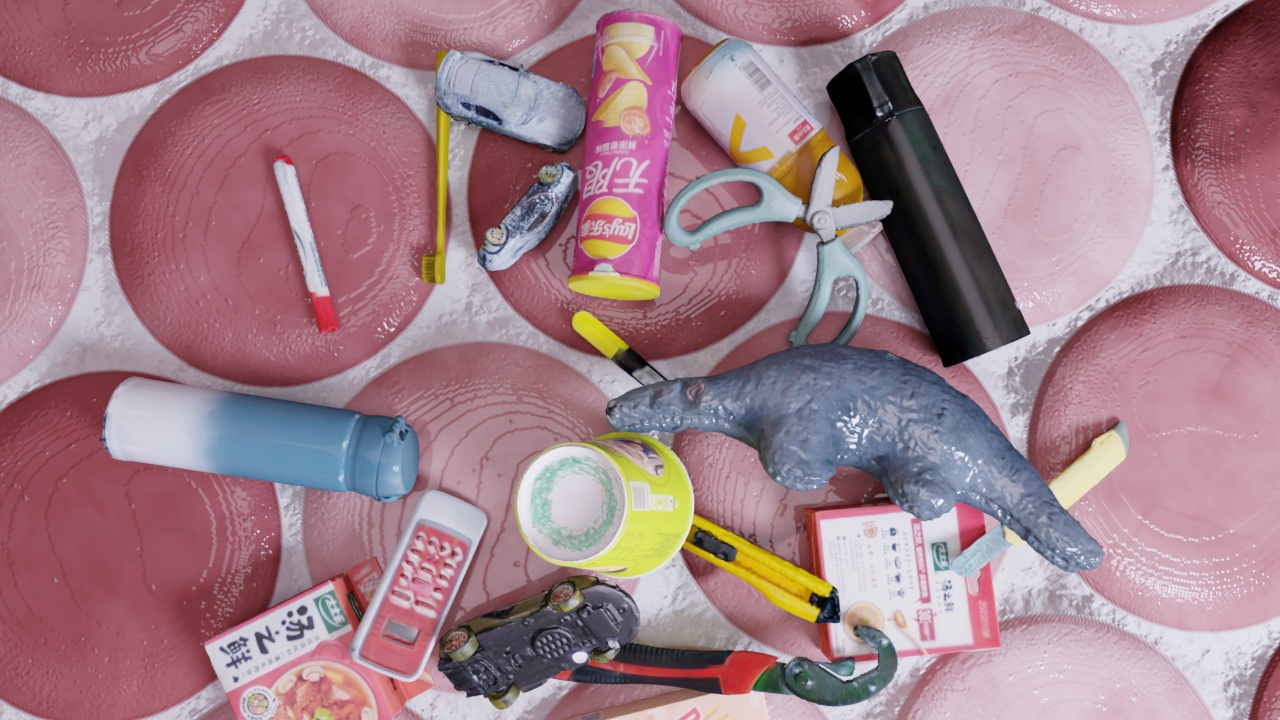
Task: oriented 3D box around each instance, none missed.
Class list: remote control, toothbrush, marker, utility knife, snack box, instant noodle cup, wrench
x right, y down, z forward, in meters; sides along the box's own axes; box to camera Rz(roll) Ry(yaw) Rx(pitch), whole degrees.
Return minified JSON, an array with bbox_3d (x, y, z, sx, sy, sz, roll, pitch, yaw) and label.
[{"bbox_3d":[-0.163,0.165,0.680,0.056,0.020,0.135,27,67,-12],"label":"remote control"},{"bbox_3d":[-0.163,-0.155,0.734,0.016,0.015,0.190,0,85,5],"label":"toothbrush"},{"bbox_3d":[-0.265,-0.092,0.726,0.017,0.017,0.145,-17,85,-3],"label":"marker"},{"bbox_3d":[0.308,0.107,0.693,0.204,0.021,0.031,-31,95,-26],"label":"utility knife"},{"bbox_3d":[0.196,0.164,0.697,0.127,0.044,0.113,-5,84,0],"label":"snack box"},{"bbox_3d":[-0.004,0.004,0.724,0.124,0.015,0.018,40,86,0],"label":"marker"},{"bbox_3d":[0.053,0.140,0.690,0.216,0.015,0.033,25,90,15],"label":"utility knife"},{"bbox_3d":[0.023,0.297,0.690,0.157,0.026,0.084,-13,85,-2],"label":"snack box"},{"bbox_3d":[-0.236,0.227,0.682,0.127,0.044,0.113,-27,86,-4],"label":"snack box"},{"bbox_3d":[-0.030,0.101,0.645,0.112,0.123,0.111,-3,80,16],"label":"instant noodle cup"},{"bbox_3d":[0.049,0.225,0.679,0.274,0.016,0.056,-3,85,11],"label":"wrench"}]

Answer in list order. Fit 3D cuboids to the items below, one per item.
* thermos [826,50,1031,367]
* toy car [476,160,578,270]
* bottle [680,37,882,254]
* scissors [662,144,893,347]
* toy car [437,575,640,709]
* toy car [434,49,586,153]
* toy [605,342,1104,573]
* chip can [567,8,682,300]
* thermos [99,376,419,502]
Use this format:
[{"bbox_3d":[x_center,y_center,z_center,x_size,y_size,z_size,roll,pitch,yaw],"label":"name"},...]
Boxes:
[{"bbox_3d":[0.214,-0.117,0.702,0.069,0.089,0.242,-25,85,21],"label":"thermos"},{"bbox_3d":[-0.085,-0.109,0.715,0.031,0.049,0.105,41,86,6],"label":"toy car"},{"bbox_3d":[0.112,-0.162,0.713,0.068,0.068,0.189,-41,90,-5],"label":"bottle"},{"bbox_3d":[0.106,-0.073,0.695,0.171,0.019,0.170,-6,113,2],"label":"scissors"},{"bbox_3d":[-0.074,0.203,0.670,0.158,0.042,0.070,-24,117,10],"label":"toy car"},{"bbox_3d":[-0.102,-0.206,0.726,0.120,0.037,0.054,18,83,-10],"label":"toy car"},{"bbox_3d":[0.155,0.051,0.668,0.356,0.092,0.137,15,54,4],"label":"toy"},{"bbox_3d":[-0.011,-0.156,0.710,0.071,0.071,0.210,5,84,-1],"label":"chip can"},{"bbox_3d":[-0.278,0.061,0.688,0.220,0.070,0.070,9,84,-1],"label":"thermos"}]
